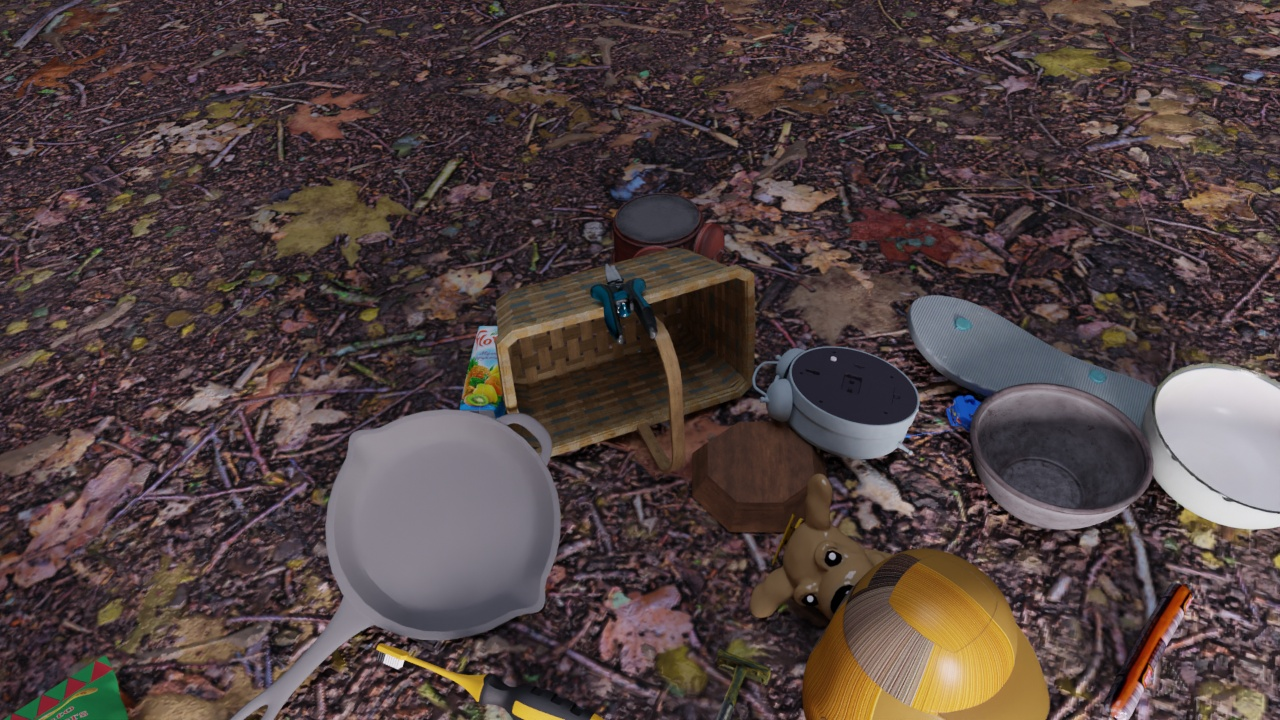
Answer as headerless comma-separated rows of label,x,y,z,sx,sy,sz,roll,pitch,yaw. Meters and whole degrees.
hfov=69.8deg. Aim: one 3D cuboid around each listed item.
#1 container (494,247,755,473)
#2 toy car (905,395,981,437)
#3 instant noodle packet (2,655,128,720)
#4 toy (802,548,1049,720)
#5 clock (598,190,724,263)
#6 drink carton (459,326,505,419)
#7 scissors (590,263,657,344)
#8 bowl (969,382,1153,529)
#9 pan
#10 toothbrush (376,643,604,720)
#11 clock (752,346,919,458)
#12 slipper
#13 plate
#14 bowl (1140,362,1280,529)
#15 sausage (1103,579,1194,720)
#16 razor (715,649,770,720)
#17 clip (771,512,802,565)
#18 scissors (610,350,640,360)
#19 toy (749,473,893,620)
container,-0.005,0.005,0.851,0.249,0.158,0.186,-16,37,-16
toy car,0.308,0.067,0.873,0.092,0.062,0.033,20,42,-18
instant noodle packet,-0.401,0.338,0.594,0.195,0.090,0.253,-34,51,-26
toy,0.187,0.208,0.598,0.162,0.204,0.198,30,54,30
clock,0.029,-0.130,1.054,0.120,0.072,0.157,-24,46,-19
drink carton,-0.155,0.016,0.944,0.044,0.039,0.128,-1,44,4
scissors,-0.021,-0.051,0.781,0.129,0.019,0.137,15,36,32
bowl,0.357,0.094,0.800,0.145,0.067,0.144,-2,44,2
pan,-0.205,0.180,0.758,0.216,0.024,0.353,41,69,6
toothbrush,-0.114,0.251,0.698,0.197,0.031,0.031,16,90,14
clock,0.185,0.035,0.871,0.159,0.045,0.122,16,36,11
slipper,0.379,0.024,0.893,0.269,0.055,0.098,26,53,14
plate,0.109,0.100,0.844,0.131,0.025,0.131,-2,44,2
bowl,0.504,0.082,0.788,0.153,0.073,0.153,1,50,-2
sausage,0.390,0.220,0.702,0.020,0.020,0.155,30,54,30
razor,0.060,0.269,0.679,0.042,0.026,0.105,17,52,17
clip,0.140,0.155,0.779,0.039,0.053,0.047,30,23,32
scissors,0.024,0.018,0.950,0.139,0.015,0.062,16,45,12
toy,0.165,0.169,0.729,0.108,0.134,0.105,18,18,-15
